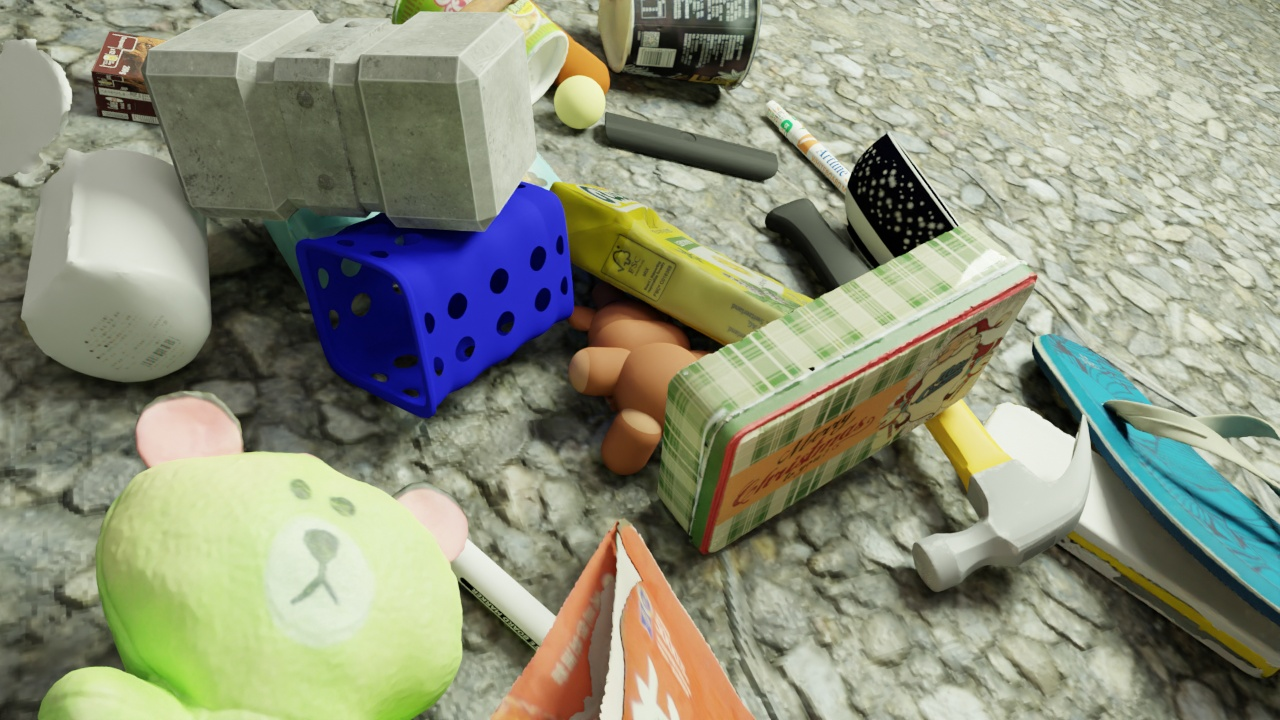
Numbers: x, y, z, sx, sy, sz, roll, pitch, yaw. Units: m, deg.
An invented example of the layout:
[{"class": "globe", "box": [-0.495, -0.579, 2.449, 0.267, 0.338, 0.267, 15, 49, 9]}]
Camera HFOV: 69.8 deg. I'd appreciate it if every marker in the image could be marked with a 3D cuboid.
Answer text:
[{"class": "marker", "box": [-0.041, 0.121, 0.409, 0.133, 0.020, 0.017, 37, 35, 16]}, {"class": "marker", "box": [0.153, -0.178, 0.793, 0.017, 0.017, 0.145, -14, 53, -32]}]

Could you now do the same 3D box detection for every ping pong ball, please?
[{"class": "ping pong ball", "box": [-0.048, -0.202, 0.719, 0.040, 0.040, 0.040, 11, 44, -11]}]

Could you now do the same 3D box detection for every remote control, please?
[{"class": "remote control", "box": [0.040, -0.174, 0.744, 0.146, 0.015, 0.033, 11, 44, -12]}]

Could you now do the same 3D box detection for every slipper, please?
[{"class": "slipper", "box": [0.340, 0.056, 0.560, 0.118, 0.060, 0.294, 14, 30, -19]}]

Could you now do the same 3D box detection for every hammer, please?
[{"class": "hammer", "box": [0.166, -0.008, 0.598, 0.127, 0.029, 0.323, -20, 48, -5]}, {"class": "hammer", "box": [-0.121, -0.187, 0.546, 0.163, 0.083, 0.316, 4, 36, 10]}]

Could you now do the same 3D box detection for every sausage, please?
[{"class": "sausage", "box": [-0.084, -0.271, 0.775, 0.044, 0.039, 0.164, -20, 57, -36]}]

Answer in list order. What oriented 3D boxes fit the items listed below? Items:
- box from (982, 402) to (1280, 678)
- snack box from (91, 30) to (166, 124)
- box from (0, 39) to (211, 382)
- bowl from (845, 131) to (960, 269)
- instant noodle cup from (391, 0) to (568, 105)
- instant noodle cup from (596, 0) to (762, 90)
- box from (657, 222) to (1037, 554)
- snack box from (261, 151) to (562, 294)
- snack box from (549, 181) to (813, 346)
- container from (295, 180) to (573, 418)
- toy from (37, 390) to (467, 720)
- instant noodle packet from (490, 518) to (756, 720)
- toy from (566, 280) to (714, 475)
[{"class": "box", "box": [0.295, 0.103, 0.554, 0.210, 0.037, 0.064, 36, 46, 15]}, {"class": "snack box", "box": [-0.276, -0.178, 0.608, 0.140, 0.032, 0.051, 5, 45, -18]}, {"class": "box", "box": [-0.273, -0.075, 0.450, 0.125, 0.085, 0.155, 30, 28, -43]}, {"class": "bowl", "box": [0.194, -0.103, 0.688, 0.120, 0.066, 0.120, 43, 24, -25]}, {"class": "instant noodle cup", "box": [-0.119, -0.253, 0.709, 0.108, 0.099, 0.098, 38, 45, 6]}, {"class": "instant noodle cup", "box": [0.029, -0.304, 0.793, 0.112, 0.138, 0.137, -6, 49, -16]}, {"class": "box", "box": [0.105, 0.015, 0.477, 0.205, 0.118, 0.051, -25, 55, -23]}, {"class": "snack box", "box": [-0.137, -0.096, 0.567, 0.174, 0.053, 0.075, -16, 53, -35]}, {"class": "snack box", "box": [0.032, -0.053, 0.564, 0.181, 0.045, 0.121, 29, 13, 6]}, {"class": "container", "box": [-0.103, -0.042, 0.487, 0.085, 0.085, 0.113, 21, 40, 31]}, {"class": "toy", "box": [-0.128, 0.118, 0.321, 0.150, 0.107, 0.196, 24, 30, -26]}, {"class": "instant noodle packet", "box": [-0.001, 0.178, 0.291, 0.164, 0.084, 0.220, 58, 29, -18]}, {"class": "toy", "box": [-0.003, 0.003, 0.526, 0.094, 0.065, 0.127, 1, 36, -25]}]
